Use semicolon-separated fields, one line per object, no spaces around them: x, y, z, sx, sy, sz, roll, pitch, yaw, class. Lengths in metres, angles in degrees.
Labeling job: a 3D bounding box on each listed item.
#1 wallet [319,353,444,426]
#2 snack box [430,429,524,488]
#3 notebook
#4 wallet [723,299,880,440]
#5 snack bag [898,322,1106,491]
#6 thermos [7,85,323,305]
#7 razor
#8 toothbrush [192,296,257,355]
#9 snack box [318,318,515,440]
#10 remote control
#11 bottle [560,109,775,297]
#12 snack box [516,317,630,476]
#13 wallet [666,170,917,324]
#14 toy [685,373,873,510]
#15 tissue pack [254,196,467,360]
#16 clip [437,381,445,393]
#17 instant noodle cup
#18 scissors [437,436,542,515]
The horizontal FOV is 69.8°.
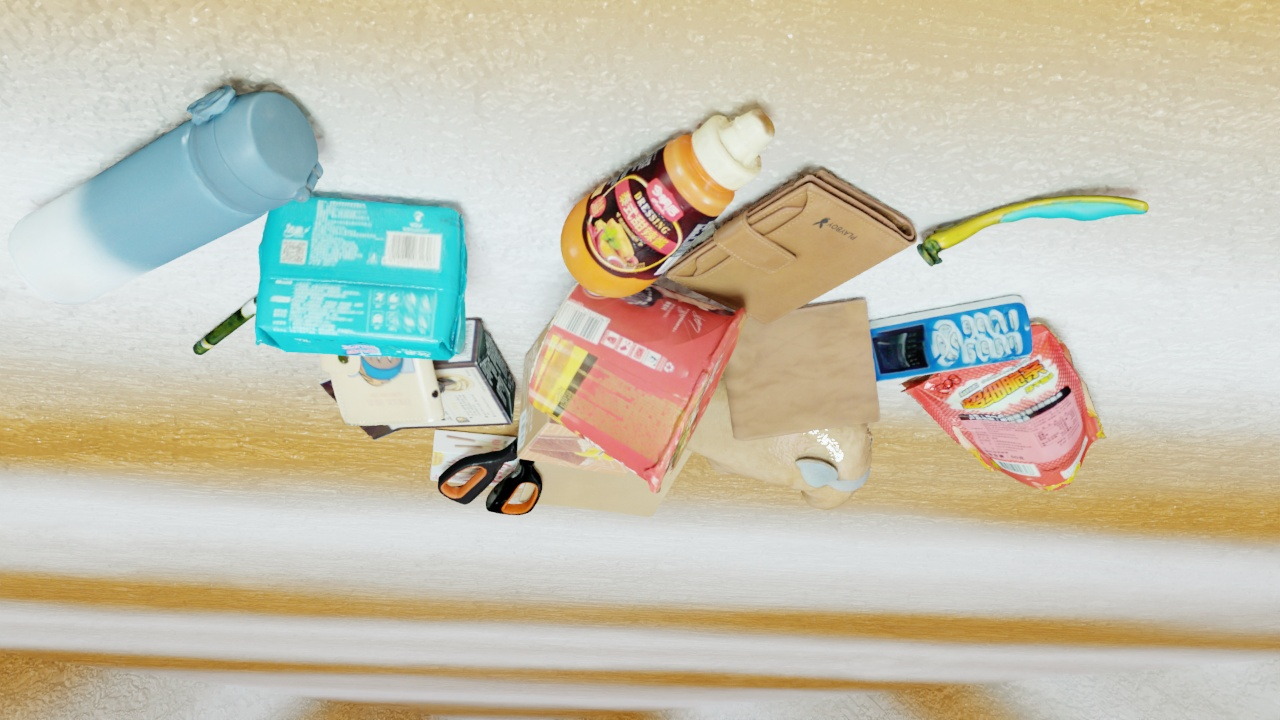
-0.195;-0.008;0.670;0.087;0.024;0.115;-4;112;11;wallet
-0.135;0.105;0.944;0.156;0.026;0.085;6;151;-11;snack box
-0.028;0.094;0.898;0.147;0.008;0.208;9;140;-15;notebook
0.120;0.008;0.701;0.115;0.020;0.101;-7;109;11;wallet
0.318;0.042;0.783;0.129;0.073;0.208;-22;139;29;snack bag
-0.279;-0.093;0.535;0.221;0.070;0.070;-17;148;28;thermos
0.242;-0.085;0.573;0.133;0.028;0.043;-11;180;25;razor
-0.296;-0.040;0.690;0.186;0.012;0.017;-24;138;39;toothbrush
-0.177;0.018;0.751;0.126;0.053;0.113;-2;151;7;snack box
0.228;-0.016;0.695;0.125;0.024;0.049;-11;117;19;remote control
0.018;-0.094;0.533;0.066;0.066;0.150;23;138;-36;bottle
-0.039;0.030;0.729;0.094;0.092;0.077;12;150;-20;snack box
0.096;-0.071;0.603;0.107;0.031;0.132;20;146;-35;wallet
0.087;0.060;0.793;0.226;0.082;0.144;13;131;17;toy
-0.176;-0.051;0.578;0.133;0.093;0.050;4;168;-6;tissue pack
-0.180;0.028;0.704;0.056;0.026;0.024;5;146;3;clip
-0.004;0.004;0.628;0.108;0.137;0.138;27;153;8;instant noodle cup
-0.099;0.089;0.873;0.234;0.021;0.161;-24;135;26;scissors
